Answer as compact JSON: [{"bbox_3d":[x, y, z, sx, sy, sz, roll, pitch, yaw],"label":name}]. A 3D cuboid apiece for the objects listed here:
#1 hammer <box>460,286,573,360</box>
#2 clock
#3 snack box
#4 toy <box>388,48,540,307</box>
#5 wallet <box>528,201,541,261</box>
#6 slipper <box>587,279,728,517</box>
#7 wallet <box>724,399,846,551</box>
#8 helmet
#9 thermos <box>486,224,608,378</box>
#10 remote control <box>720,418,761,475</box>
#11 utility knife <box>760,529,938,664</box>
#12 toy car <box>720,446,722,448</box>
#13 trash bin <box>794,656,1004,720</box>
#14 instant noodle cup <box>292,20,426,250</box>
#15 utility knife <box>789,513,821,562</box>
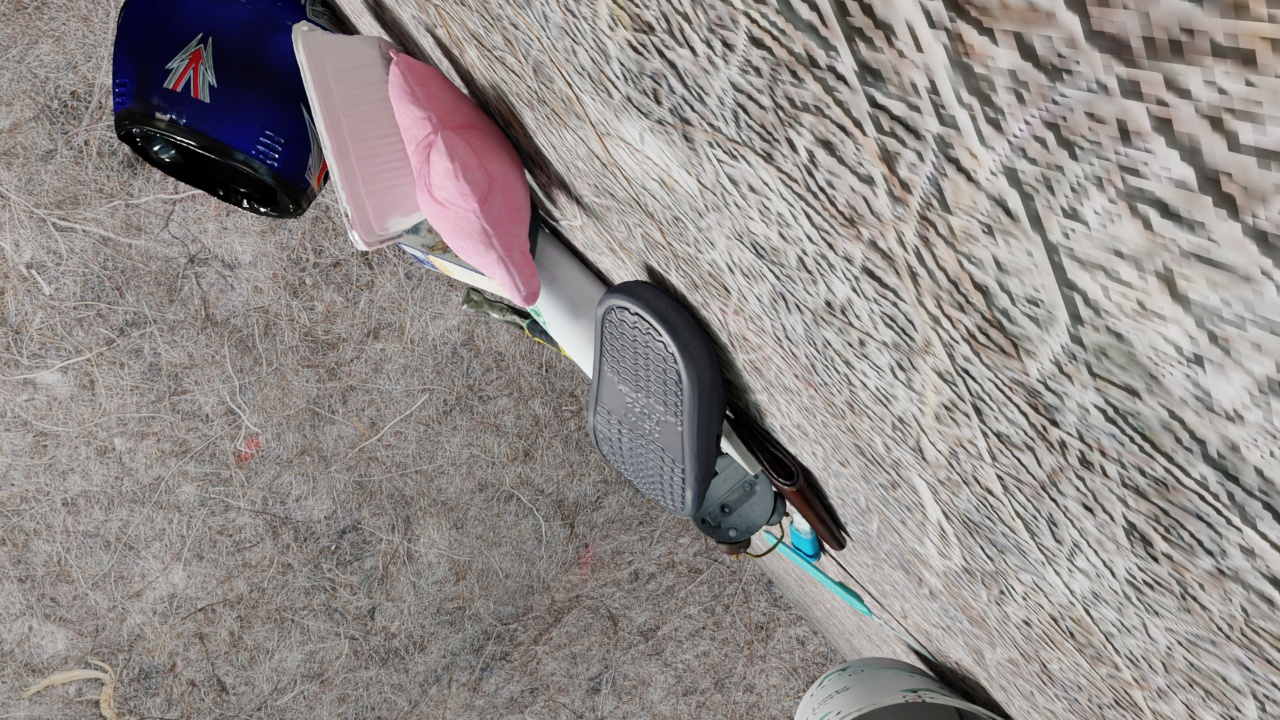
[{"bbox_3d":[-0.107,-0.034,1.002,0.126,0.032,0.323,21,180,-23],"label":"hammer"},{"bbox_3d":[0.089,0.135,0.868,0.122,0.082,0.055,50,180,-5],"label":"clock"},{"bbox_3d":[-0.169,-0.106,1.025,0.182,0.045,0.178,20,176,-1],"label":"snack box"},{"bbox_3d":[-0.122,-0.136,0.640,0.178,0.074,0.194,63,180,-27],"label":"toy"},{"bbox_3d":[-0.130,-0.132,0.762,0.115,0.033,0.090,43,-145,-43],"label":"wallet"},{"bbox_3d":[0.025,0.026,0.666,0.111,0.083,0.269,38,154,21],"label":"slipper"},{"bbox_3d":[0.110,0.091,0.706,0.096,0.020,0.122,51,179,42],"label":"wallet"},{"bbox_3d":[-0.441,-0.312,1.039,0.247,0.240,0.316,20,171,-8],"label":"helmet"},{"bbox_3d":[-0.067,-0.053,0.808,0.224,0.073,0.073,45,175,31],"label":"thermos"},{"bbox_3d":[0.057,0.050,0.832,0.058,0.021,0.150,52,173,-36],"label":"remote control"},{"bbox_3d":[0.200,0.227,0.904,0.223,0.013,0.029,35,168,37],"label":"utility knife"},{"bbox_3d":[0.044,0.070,0.942,0.056,0.037,0.122,7,-157,-48],"label":"toy car"},{"bbox_3d":[0.234,0.386,0.829,0.229,0.229,0.252,48,-179,8],"label":"trash bin"},{"bbox_3d":[-0.208,-0.182,0.737,0.138,0.060,0.173,-86,-18,-78],"label":"instant noodle cup"},{"bbox_3d":[0.160,0.171,0.894,0.034,0.018,0.194,36,171,21],"label":"utility knife"}]
